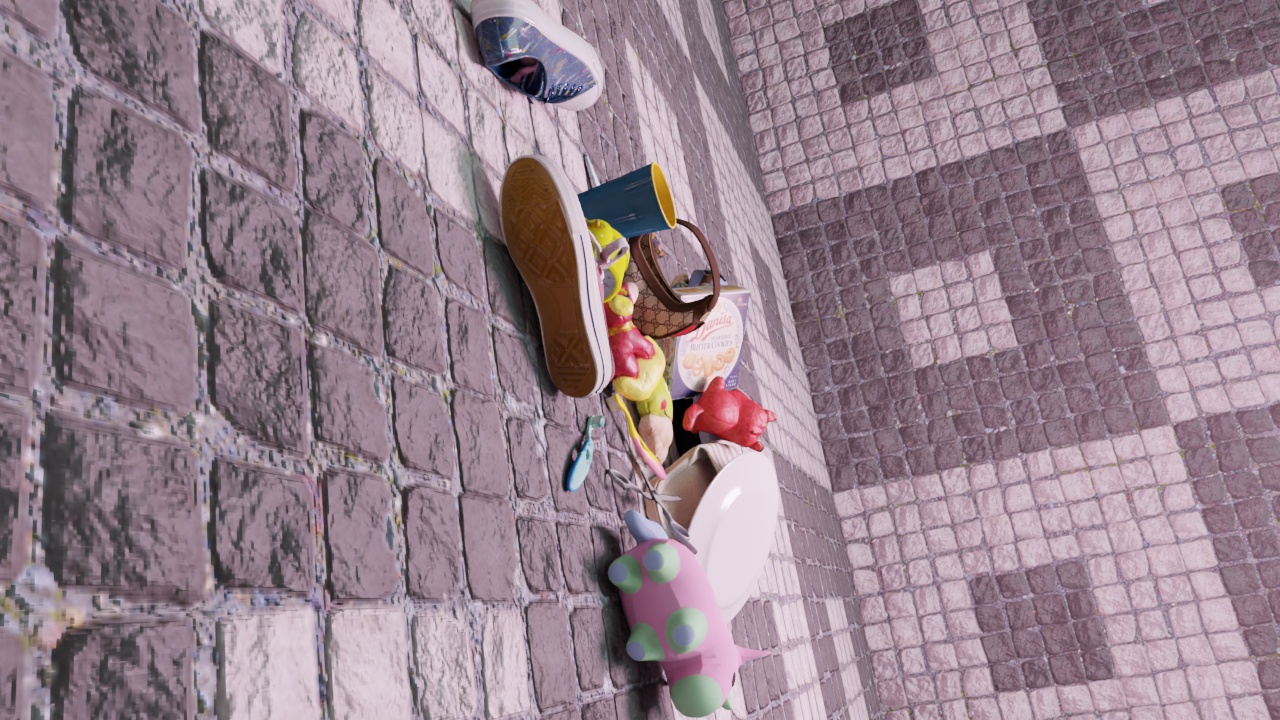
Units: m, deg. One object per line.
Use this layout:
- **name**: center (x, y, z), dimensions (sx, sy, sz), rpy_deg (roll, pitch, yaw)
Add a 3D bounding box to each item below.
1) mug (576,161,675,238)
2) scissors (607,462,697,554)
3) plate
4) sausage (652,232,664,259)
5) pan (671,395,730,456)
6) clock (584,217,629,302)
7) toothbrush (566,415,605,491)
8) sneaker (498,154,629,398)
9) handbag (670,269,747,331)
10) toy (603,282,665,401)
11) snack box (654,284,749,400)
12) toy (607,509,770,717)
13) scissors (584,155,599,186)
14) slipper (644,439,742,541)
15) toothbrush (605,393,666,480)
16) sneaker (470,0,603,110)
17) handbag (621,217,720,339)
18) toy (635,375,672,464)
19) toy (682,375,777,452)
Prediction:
- **mug**: center (-0.028, -0.174, 1.060), dimensions (0.078, 0.121, 0.078), rpy_deg (-14, 90, -73)
- **scissors**: center (0.021, 0.159, 1.020), dimensions (0.141, 0.014, 0.175), rpy_deg (31, 12, -41)
- **plate**: center (0.122, 0.235, 1.174), dimensions (0.241, 0.016, 0.243), rpy_deg (-25, 122, -49)
- **sausage**: center (0.007, -0.194, 1.386), dimensions (0.155, 0.020, 0.020), rpy_deg (47, 32, -59)
- **pan**: center (0.101, 0.174, 1.333), dimensions (0.204, 0.044, 0.355), rpy_deg (51, 29, -55)
- **clock**: center (-0.059, -0.113, 0.977), dimensions (0.119, 0.083, 0.056), rpy_deg (63, 27, -43)
- **toothbrush**: center (-0.055, 0.091, 0.927), dimensions (0.135, 0.017, 0.022), rpy_deg (-74, 149, -62)
- **sneaker**: center (-0.065, -0.085, 0.900), dimensions (0.087, 0.118, 0.241), rpy_deg (-32, 113, -52)
- **handbag**: center (0.087, -0.064, 1.368), dimensions (0.121, 0.119, 0.192), rpy_deg (-66, 157, -4)
- **toy**: center (-0.020, -0.017, 1.062), dimensions (0.105, 0.067, 0.137), rpy_deg (-33, 107, -47)
- **snack box**: center (0.080, -0.026, 1.244), dimensions (0.144, 0.043, 0.145), rpy_deg (-9, 110, -44)
- **toy**: center (0.040, 0.261, 0.949), dimensions (0.171, 0.120, 0.222), rpy_deg (24, 46, -68)
- **scissors**: center (-0.048, -0.189, 1.187), dimensions (0.168, 0.014, 0.170), rpy_deg (-13, 83, -67)
- **slipper**: center (0.087, 0.167, 1.195), dimensions (0.272, 0.054, 0.114), rpy_deg (-12, 80, -59)
- **toothbrush**: center (-0.004, 0.092, 1.076), dimensions (0.135, 0.016, 0.021), rpy_deg (60, 16, -27)
- **sneaker**: center (-0.104, -0.317, 1.009), dimensions (0.235, 0.088, 0.079), rpy_deg (19, 64, -68)
- **handbag**: center (0.026, -0.112, 1.113), dimensions (0.063, 0.139, 0.166), rpy_deg (-11, 69, -57)
- **toy**: center (0.018, 0.071, 1.144), dimensions (0.092, 0.043, 0.117), rpy_deg (67, 19, -60)
- **toy**: center (0.116, 0.076, 1.224), dimensions (0.132, 0.094, 0.088), rpy_deg (3, 114, -47)
